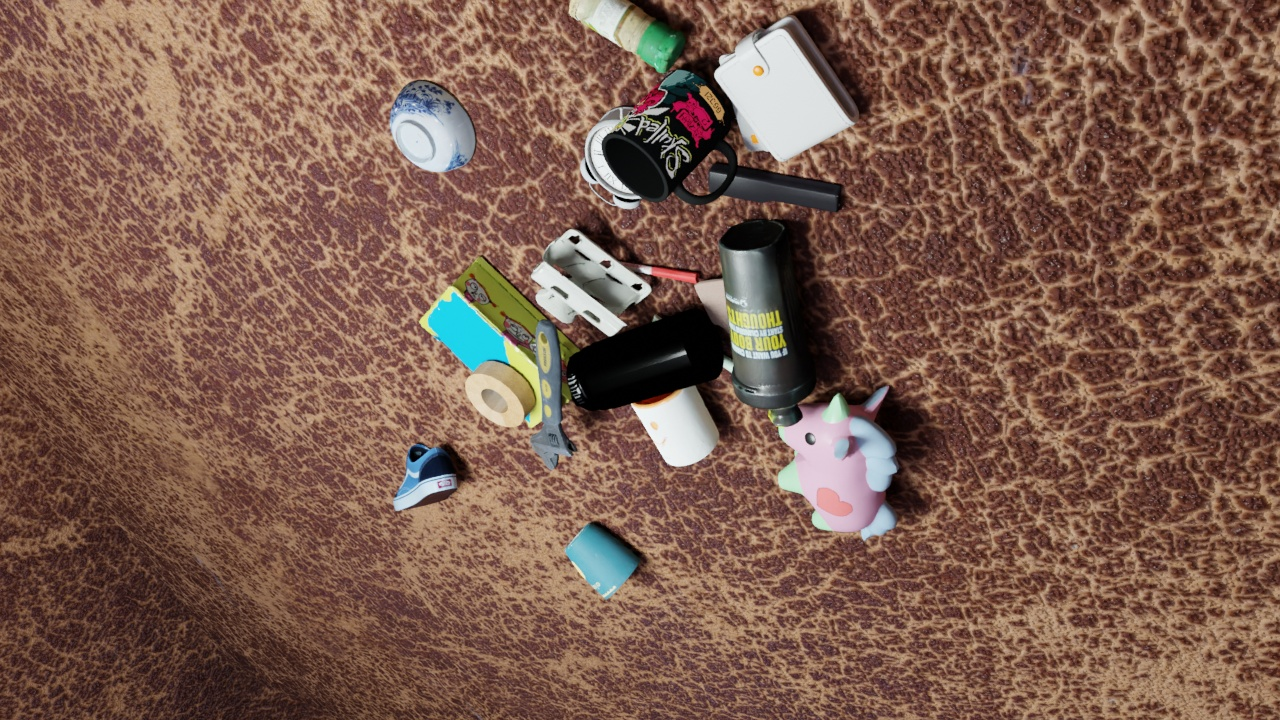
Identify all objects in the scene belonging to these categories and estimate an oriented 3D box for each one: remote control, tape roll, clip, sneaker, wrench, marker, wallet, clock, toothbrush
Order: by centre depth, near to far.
[{"bbox_3d":[0.122,-0.244,0.851,0.116,0.037,0.118,-21,118,45],"label":"wallet"},{"bbox_3d":[0.134,-0.172,0.926,0.136,0.015,0.032,15,136,22],"label":"remote control"},{"bbox_3d":[-0.018,-0.212,0.977,0.094,0.035,0.123,39,139,-3],"label":"clock"},{"bbox_3d":[0.004,-0.108,1.081,0.142,0.012,0.013,12,134,26],"label":"marker"},{"bbox_3d":[-0.079,-0.077,1.103,0.126,0.101,0.153,38,136,-17],"label":"clip"},{"bbox_3d":[0.081,-0.011,1.117,0.155,0.015,0.022,31,159,6],"label":"toothbrush"},{"bbox_3d":[-0.116,0.052,1.191,0.073,0.022,0.274,26,139,23],"label":"wrench"},{"bbox_3d":[-0.189,0.046,1.233,0.094,0.027,0.094,20,138,19],"label":"tape roll"},{"bbox_3d":[-0.381,0.202,1.616,0.242,0.083,0.098,-34,68,56],"label":"sneaker"}]

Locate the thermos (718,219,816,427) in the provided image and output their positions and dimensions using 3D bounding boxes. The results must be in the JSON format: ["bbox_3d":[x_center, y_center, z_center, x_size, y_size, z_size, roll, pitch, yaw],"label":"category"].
[{"bbox_3d":[0.136,-0.040,0.999,0.098,0.097,0.221,7,128,30],"label":"thermos"}]

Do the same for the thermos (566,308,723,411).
[{"bbox_3d":[-0.007,0.006,1.105,0.199,0.085,0.086,-18,117,34],"label":"thermos"}]

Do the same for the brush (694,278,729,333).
[{"bbox_3d":[0.110,-0.044,1.069,0.050,0.015,0.136,-5,131,33],"label":"brush"}]

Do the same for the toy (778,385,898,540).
[{"bbox_3d":[0.246,0.131,1.075,0.222,0.119,0.171,51,147,-15],"label":"toy"}]

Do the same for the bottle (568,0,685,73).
[{"bbox_3d":[-0.013,-0.317,0.868,0.111,0.043,0.043,33,140,4],"label":"bottle"}]

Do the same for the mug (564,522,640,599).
[{"bbox_3d":[-0.068,0.321,1.499,0.104,0.084,0.112,42,168,1],"label":"mug"}]

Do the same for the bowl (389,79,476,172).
[{"bbox_3d":[-0.254,-0.267,1.080,0.114,0.045,0.114,19,137,19],"label":"bowl"}]

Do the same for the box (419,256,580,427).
[{"bbox_3d":[-0.182,-0.023,1.244,0.221,0.079,0.125,45,140,-7],"label":"box"}]

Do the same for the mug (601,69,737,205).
[{"bbox_3d":[0.038,-0.202,0.879,0.118,0.098,0.082,42,162,-2],"label":"mug"}]

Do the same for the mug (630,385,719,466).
[{"bbox_3d":[0.044,0.070,1.170,0.082,0.082,0.105,-5,127,38],"label":"mug"}]
